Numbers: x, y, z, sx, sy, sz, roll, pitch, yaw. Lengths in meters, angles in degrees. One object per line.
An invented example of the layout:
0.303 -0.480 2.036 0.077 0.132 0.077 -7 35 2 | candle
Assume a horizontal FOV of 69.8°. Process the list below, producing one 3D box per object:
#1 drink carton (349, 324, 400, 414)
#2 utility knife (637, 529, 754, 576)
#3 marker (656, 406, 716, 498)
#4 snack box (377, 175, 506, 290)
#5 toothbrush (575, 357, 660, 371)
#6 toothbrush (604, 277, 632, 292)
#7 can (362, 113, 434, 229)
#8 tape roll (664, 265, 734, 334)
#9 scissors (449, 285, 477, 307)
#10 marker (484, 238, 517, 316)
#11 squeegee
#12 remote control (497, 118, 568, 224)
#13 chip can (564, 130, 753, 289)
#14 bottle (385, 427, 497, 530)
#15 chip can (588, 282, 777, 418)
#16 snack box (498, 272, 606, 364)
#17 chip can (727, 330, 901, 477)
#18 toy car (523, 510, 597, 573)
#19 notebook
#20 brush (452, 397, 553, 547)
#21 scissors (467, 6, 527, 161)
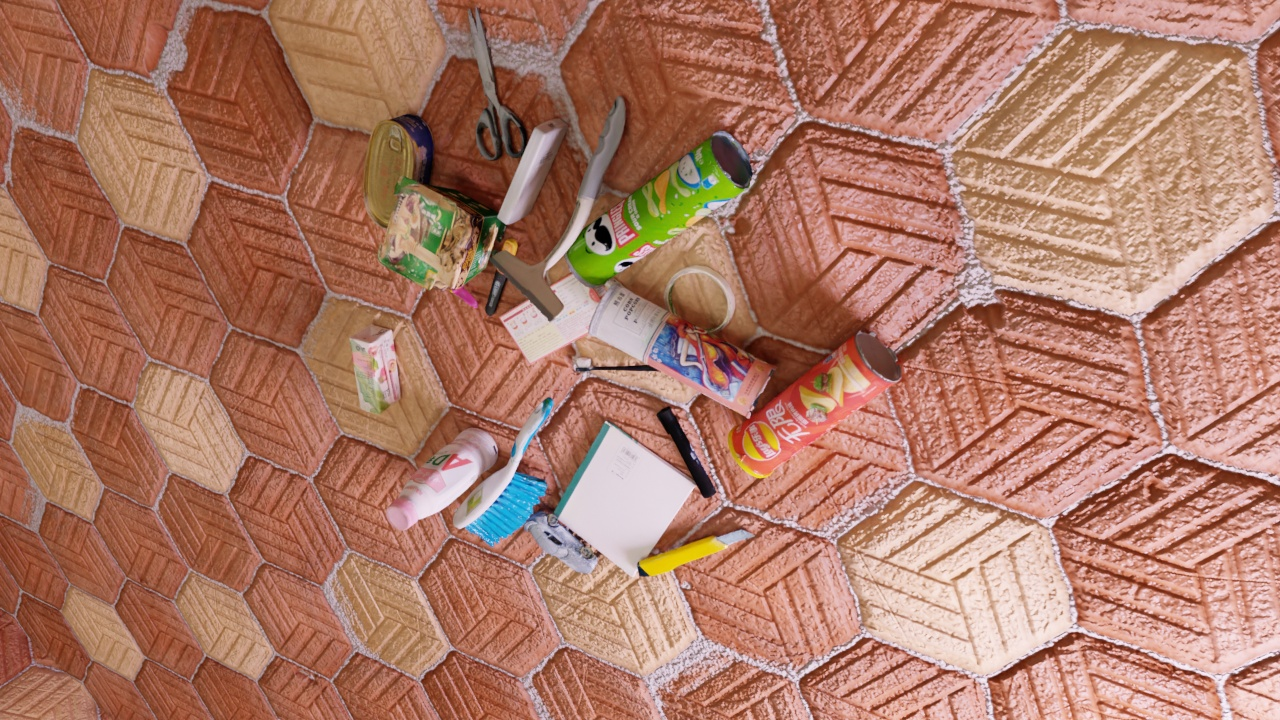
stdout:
-0.388 0.014 1.352 0.045 0.053 0.123 13 121 22 | drink carton
0.071 0.262 1.255 0.198 0.015 0.033 -26 120 31 | utility knife
0.060 0.120 1.187 0.022 0.020 0.132 -24 102 24 | marker
-0.241 -0.159 1.144 0.117 0.105 0.118 29 113 13 | snack box
-0.007 0.007 1.165 0.181 0.015 0.018 2 106 29 | toothbrush
0.018 -0.049 1.125 0.187 0.016 0.017 38 136 5 | toothbrush
-0.310 -0.242 1.178 0.074 0.049 0.148 27 125 13 | can
0.069 -0.070 1.086 0.086 0.013 0.086 13 121 22 | tape roll
-0.266 -0.116 1.209 0.133 0.017 0.124 41 172 -7 | scissors
-0.185 -0.107 1.203 0.018 0.015 0.124 35 128 13 | marker
-0.070 -0.182 1.044 0.039 0.246 0.247 24 99 -31 | squeegee
-0.129 -0.222 1.087 0.019 0.056 0.135 37 127 7 | remote control
0.016 -0.165 1.030 0.237 0.072 0.072 -30 99 36 | chip can
-0.277 0.167 1.282 0.068 0.196 0.068 12 120 22 | bottle
0.048 -0.012 1.075 0.215 0.071 0.071 28 125 8 | chip can
-0.106 -0.058 1.179 0.156 0.026 0.077 -26 101 36 | snack box
0.194 0.054 1.048 0.073 0.073 0.217 47 127 -1 | chip can
-0.117 0.270 1.345 0.120 0.036 0.054 39 142 1 | toy car
-0.028 0.196 1.278 0.150 0.012 0.210 35 126 8 | notebook
-0.174 0.161 1.289 0.109 0.060 0.315 28 128 -27 | brush
-0.186 -0.322 1.092 0.173 0.014 0.141 49 126 -2 | scissors
